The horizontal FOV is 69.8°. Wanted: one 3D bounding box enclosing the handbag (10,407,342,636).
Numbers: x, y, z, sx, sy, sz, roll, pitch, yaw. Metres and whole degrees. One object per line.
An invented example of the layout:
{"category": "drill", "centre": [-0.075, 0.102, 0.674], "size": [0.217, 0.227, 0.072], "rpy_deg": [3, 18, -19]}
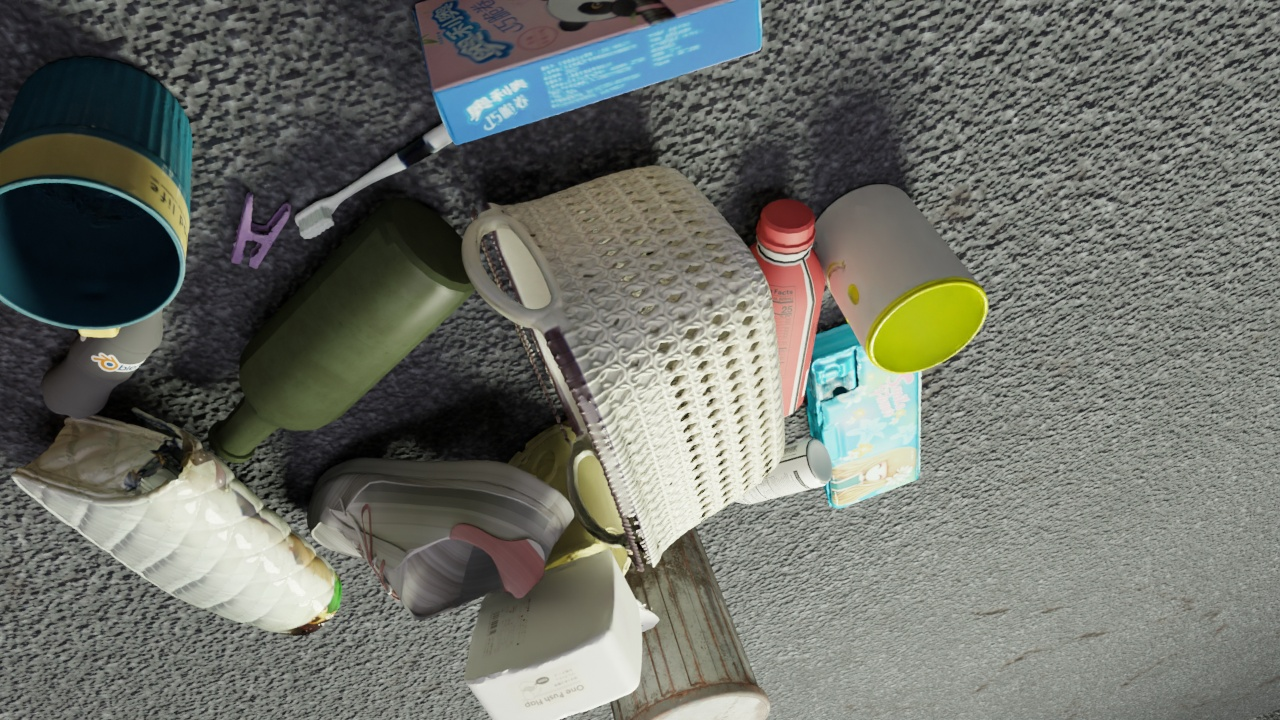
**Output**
{"category": "handbag", "centre": [-0.297, 0.108, 0.612], "size": [0.139, 0.072, 0.195], "rpy_deg": [9, 145, 23]}

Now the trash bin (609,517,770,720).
{"category": "trash bin", "centre": [0.022, 0.241, 0.803], "size": [0.130, 0.211, 0.131], "rpy_deg": [-11, 138, -10]}

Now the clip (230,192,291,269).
{"category": "clip", "centre": [-0.216, -0.072, 0.521], "size": [0.033, 0.013, 0.052], "rpy_deg": [12, 132, -30]}

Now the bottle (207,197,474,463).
{"category": "bottle", "centre": [-0.190, -0.007, 0.556], "size": [0.207, 0.071, 0.071], "rpy_deg": [-39, 136, 21]}

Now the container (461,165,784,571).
{"category": "container", "centre": [-0.003, 0.003, 0.567], "size": [0.143, 0.184, 0.252], "rpy_deg": [-25, 141, -8]}

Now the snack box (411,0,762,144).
{"category": "snack box", "centre": [-0.028, -0.161, 0.441], "size": [0.154, 0.088, 0.033], "rpy_deg": [-18, 138, -2]}

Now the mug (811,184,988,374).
{"category": "mug", "centre": [0.170, -0.056, 0.619], "size": [0.082, 0.106, 0.083], "rpy_deg": [-11, 139, -10]}

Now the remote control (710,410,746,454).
{"category": "remote control", "centre": [0.066, 0.043, 0.754], "size": [0.033, 0.015, 0.147], "rpy_deg": [-27, 139, 8]}

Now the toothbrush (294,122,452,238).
{"category": "toothbrush", "centre": [-0.114, -0.119, 0.506], "size": [0.187, 0.017, 0.012], "rpy_deg": [-29, 152, 10]}

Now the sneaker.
{"category": "sneaker", "centre": [-0.162, 0.131, 0.642], "size": [0.237, 0.089, 0.099], "rpy_deg": [-8, 132, 31]}

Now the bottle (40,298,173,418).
{"category": "bottle", "centre": [-0.307, -0.008, 0.535], "size": [0.110, 0.036, 0.036], "rpy_deg": [-39, 136, 21]}

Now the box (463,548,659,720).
{"category": "box", "centre": [-0.049, 0.190, 0.656], "size": [0.111, 0.101, 0.189], "rpy_deg": [-21, -178, 10]}

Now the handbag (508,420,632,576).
{"category": "handbag", "centre": [-0.062, 0.122, 0.714], "size": [0.081, 0.119, 0.111], "rpy_deg": [19, 128, -29]}

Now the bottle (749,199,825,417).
{"category": "bottle", "centre": [0.095, -0.034, 0.646], "size": [0.062, 0.062, 0.177], "rpy_deg": [-12, 138, -10]}

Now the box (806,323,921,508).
{"category": "box", "centre": [0.195, 0.049, 0.793], "size": [0.094, 0.039, 0.227], "rpy_deg": [-20, 139, 0]}

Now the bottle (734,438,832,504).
{"category": "bottle", "centre": [0.107, 0.101, 0.797], "size": [0.116, 0.041, 0.041], "rpy_deg": [-22, 145, 38]}

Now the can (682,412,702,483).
{"category": "can", "centre": [0.014, 0.078, 0.751], "size": [0.086, 0.043, 0.086], "rpy_deg": [-10, 137, -10]}

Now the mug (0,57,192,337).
{"category": "mug", "centre": [-0.259, -0.069, 0.435], "size": [0.083, 0.107, 0.114], "rpy_deg": [0, 135, -25]}
